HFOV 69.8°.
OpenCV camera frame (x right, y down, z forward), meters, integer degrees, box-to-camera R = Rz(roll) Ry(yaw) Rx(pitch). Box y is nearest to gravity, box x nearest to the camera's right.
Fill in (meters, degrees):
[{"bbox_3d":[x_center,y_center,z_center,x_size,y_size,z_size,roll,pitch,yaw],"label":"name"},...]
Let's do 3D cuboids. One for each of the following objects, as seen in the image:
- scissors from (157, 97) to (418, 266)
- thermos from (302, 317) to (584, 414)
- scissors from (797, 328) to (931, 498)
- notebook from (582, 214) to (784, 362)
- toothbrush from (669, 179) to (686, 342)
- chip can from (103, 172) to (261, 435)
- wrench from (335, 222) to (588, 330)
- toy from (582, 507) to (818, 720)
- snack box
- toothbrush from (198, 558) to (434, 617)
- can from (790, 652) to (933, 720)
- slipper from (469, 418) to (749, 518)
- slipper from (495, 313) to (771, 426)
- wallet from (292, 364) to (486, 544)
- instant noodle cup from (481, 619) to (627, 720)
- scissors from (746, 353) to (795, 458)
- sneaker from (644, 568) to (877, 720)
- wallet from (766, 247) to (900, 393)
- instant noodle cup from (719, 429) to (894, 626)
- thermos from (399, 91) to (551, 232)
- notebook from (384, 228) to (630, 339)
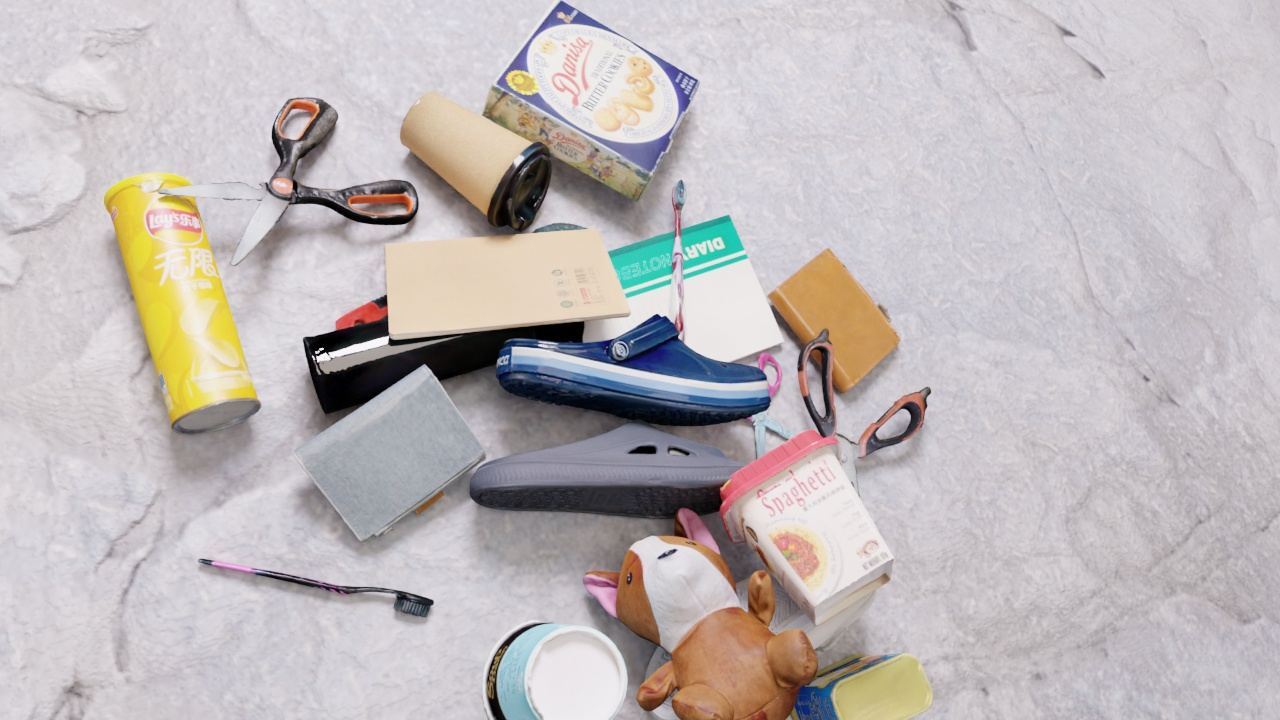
[{"bbox_3d":[-0.305,-0.162,0.829,0.231,0.022,0.220,12,52,-29],"label":"scissors"},{"bbox_3d":[-0.168,-0.007,0.825,0.242,0.068,0.090,-16,93,-23],"label":"thermos"},{"bbox_3d":[0.205,0.078,0.924,0.222,0.015,0.189,-43,94,-17],"label":"scissors"},{"bbox_3d":[0.031,-0.055,0.928,0.208,0.012,0.150,-20,83,-23],"label":"notebook"},{"bbox_3d":[0.040,-0.097,0.925,0.016,0.017,0.187,6,72,-17],"label":"toothbrush"},{"bbox_3d":[-0.383,-0.048,0.767,0.072,0.072,0.213,-18,78,-23],"label":"chip can"},{"bbox_3d":[-0.159,-0.077,0.880,0.272,0.016,0.056,-23,79,-24],"label":"wrench"},{"bbox_3d":[0.043,0.209,0.741,0.140,0.131,0.199,-25,39,-13],"label":"toy"},{"bbox_3d":[-0.046,-0.273,0.951,0.182,0.046,0.177,28,50,-7],"label":"snack box"},{"bbox_3d":[-0.264,0.185,0.751,0.189,0.014,0.017,14,79,-12],"label":"toothbrush"},{"bbox_3d":[0.195,0.300,0.817,0.102,0.083,0.057,-15,75,-22],"label":"can"},{"bbox_3d":[-0.016,0.088,0.816,0.268,0.111,0.083,2,67,-14],"label":"slipper"},{"bbox_3d":[-0.005,0.005,0.832,0.252,0.105,0.095,8,80,-19],"label":"slipper"},{"bbox_3d":[-0.208,0.082,0.779,0.129,0.037,0.106,-35,107,-14],"label":"wallet"},{"bbox_3d":[-0.063,0.257,0.728,0.111,0.121,0.111,6,69,-16],"label":"instant noodle cup"},{"bbox_3d":[0.120,0.050,0.924,0.133,0.017,0.134,31,62,-10],"label":"scissors"},{"bbox_3d":[0.112,0.245,0.821,0.242,0.091,0.089,-33,49,-8],"label":"sneaker"},{"bbox_3d":[0.209,-0.046,0.976,0.107,0.031,0.132,-39,91,-27],"label":"wallet"},{"bbox_3d":[0.142,0.142,0.764,0.116,0.117,0.124,-31,60,-5],"label":"instant noodle cup"},{"bbox_3d":[-0.157,-0.195,0.889,0.143,0.093,0.092,33,64,6],"label":"thermos"},{"bbox_3d":[-0.125,-0.075,0.839,0.207,0.008,0.147,-6,40,-13],"label":"notebook"}]
